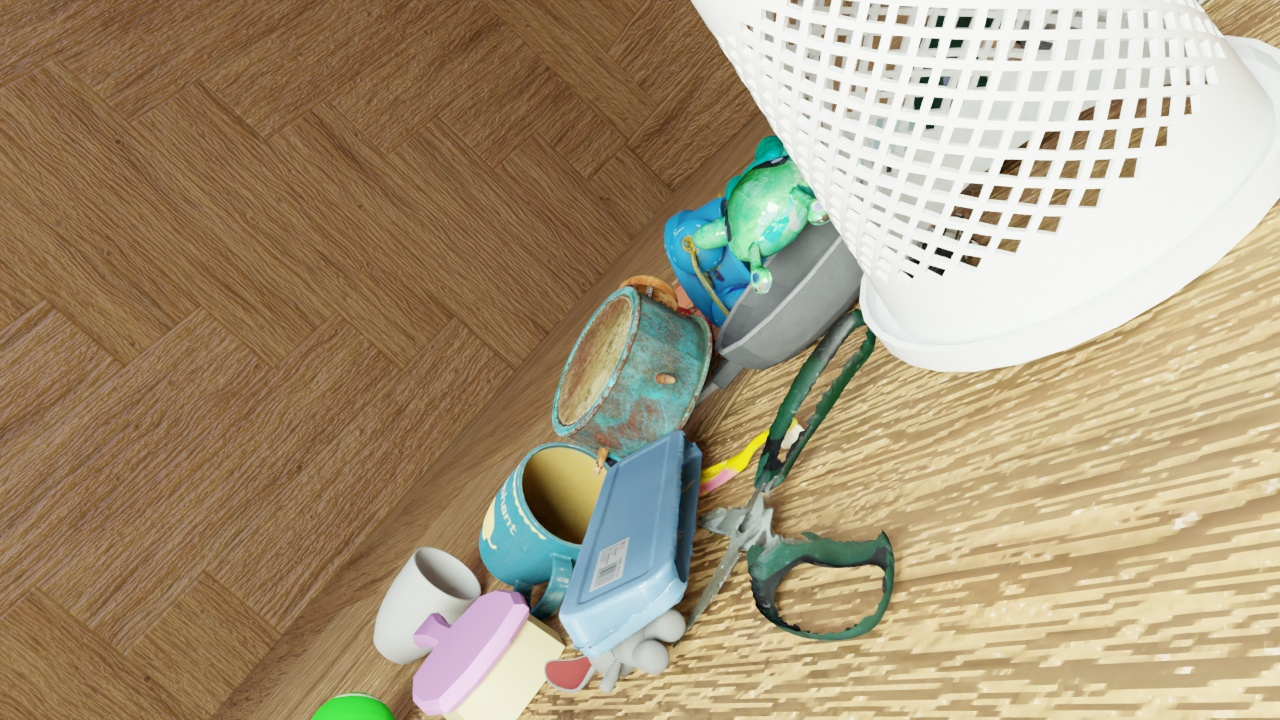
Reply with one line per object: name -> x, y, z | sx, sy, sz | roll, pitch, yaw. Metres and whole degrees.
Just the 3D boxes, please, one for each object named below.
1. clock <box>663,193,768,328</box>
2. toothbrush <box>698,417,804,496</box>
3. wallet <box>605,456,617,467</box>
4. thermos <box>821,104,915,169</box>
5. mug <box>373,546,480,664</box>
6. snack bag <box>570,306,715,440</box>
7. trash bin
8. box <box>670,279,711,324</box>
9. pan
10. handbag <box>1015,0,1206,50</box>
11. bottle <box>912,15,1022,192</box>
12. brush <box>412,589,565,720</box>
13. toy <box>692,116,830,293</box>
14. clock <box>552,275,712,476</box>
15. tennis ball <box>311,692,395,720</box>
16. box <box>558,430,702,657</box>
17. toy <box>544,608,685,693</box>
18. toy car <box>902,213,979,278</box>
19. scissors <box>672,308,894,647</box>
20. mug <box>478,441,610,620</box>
clock -> 0.073, -0.082, 0.809 | 0.060, 0.117, 0.161 | -28, 17, 26
toothbrush -> 0.054, 0.064, 0.554 | 0.136, 0.016, 0.021 | -40, 12, 49
wallet -> -0.057, 0.117, 0.799 | 0.089, 0.026, 0.115 | -48, 9, -22
thermos -> 0.194, -0.163, 0.747 | 0.078, 0.065, 0.207 | -8, 7, -5
mug -> -0.193, 0.229, 0.850 | 0.089, 0.071, 0.107 | -54, -20, 9
snack bag -> 0.000, 0.016, 0.789 | 0.083, 0.082, 0.175 | -38, 5, 45
trash bin -> 0.124, -0.134, 0.380 | 0.196, 0.199, 0.195 | -38, 21, 17
box -> 0.076, -0.074, 0.970 | 0.048, 0.085, 0.188 | -6, -28, -48
pan -> 0.069, 0.004, 0.675 | 0.358, 0.041, 0.178 | -50, 6, 15
handbag -> 0.311, -0.257, 0.599 | 0.139, 0.072, 0.194 | -36, 10, 9
bottle -> 0.213, -0.163, 0.593 | 0.061, 0.061, 0.131 | 99, 178, -57
brush -> -0.119, 0.204, 0.636 | 0.089, 0.043, 0.229 | -50, 9, -23
toy -> 0.099, -0.121, 0.695 | 0.131, 0.072, 0.193 | -51, 15, 22
clock -> -0.004, 0.004, 0.658 | 0.121, 0.073, 0.157 | -52, 24, 28
tennis ball -> -0.212, 0.278, 0.673 | 0.065, 0.065, 0.065 | -45, 9, 9
box -> 0.004, 0.093, 0.502 | 0.066, 0.037, 0.209 | -31, 10, 12
toy -> -0.013, 0.142, 0.457 | 0.049, 0.030, 0.112 | -58, 12, -31
toy car -> 0.153, -0.046, 0.496 | 0.040, 0.037, 0.092 | -37, 13, 47
scissors -> 0.080, 0.051, 0.424 | 0.201, 0.015, 0.202 | -58, 13, -15
mug -> -0.072, 0.132, 0.665 | 0.104, 0.084, 0.112 | -46, 35, 44
